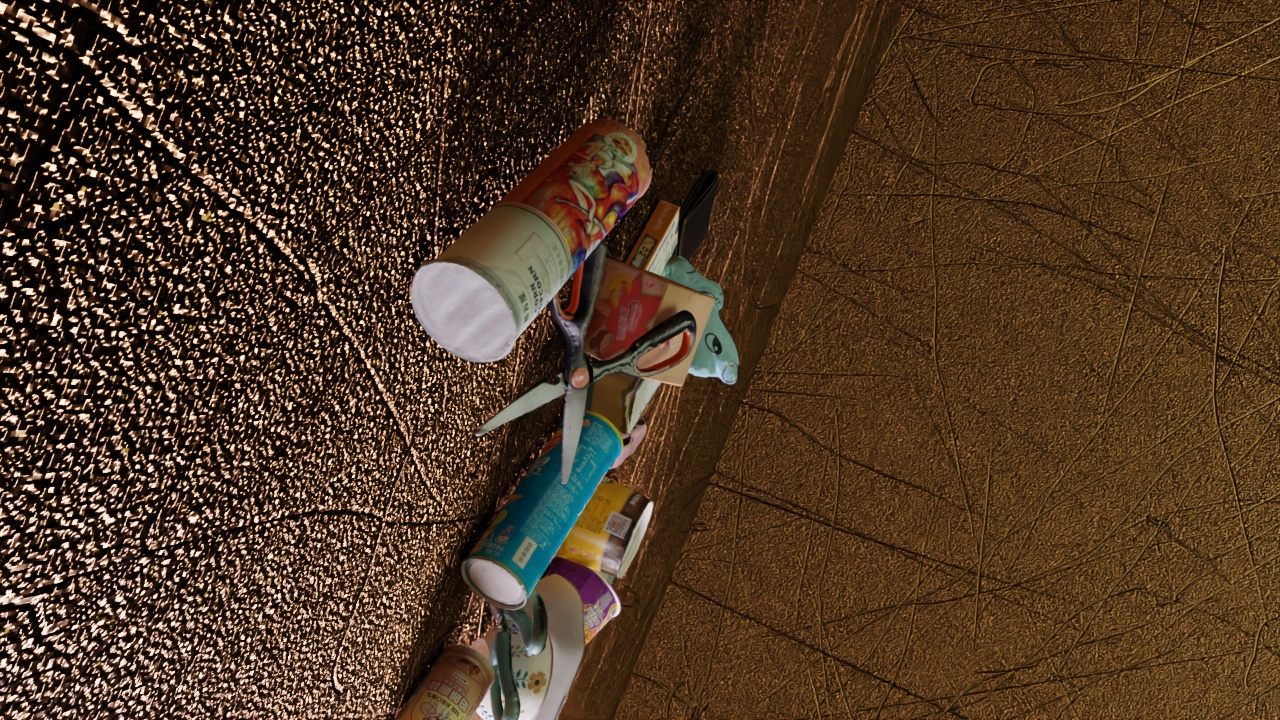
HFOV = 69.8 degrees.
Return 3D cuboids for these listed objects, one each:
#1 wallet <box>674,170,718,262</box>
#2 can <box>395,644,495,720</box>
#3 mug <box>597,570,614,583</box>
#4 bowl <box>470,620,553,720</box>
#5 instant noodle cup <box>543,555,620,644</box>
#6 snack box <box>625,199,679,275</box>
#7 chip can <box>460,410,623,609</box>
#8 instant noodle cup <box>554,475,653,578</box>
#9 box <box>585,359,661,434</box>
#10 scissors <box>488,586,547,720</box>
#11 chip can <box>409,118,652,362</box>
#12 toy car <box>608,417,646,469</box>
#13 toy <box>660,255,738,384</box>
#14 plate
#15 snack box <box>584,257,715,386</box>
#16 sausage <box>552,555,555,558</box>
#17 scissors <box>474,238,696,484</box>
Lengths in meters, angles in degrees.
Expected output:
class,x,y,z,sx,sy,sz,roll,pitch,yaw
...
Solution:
class,x,y,z,sx,sy,sz,roll,pitch,yaw
wallet,0.068,-0.172,1.178,0.096,0.020,0.122,-55,165,-29
can,-0.186,0.325,0.848,0.116,0.058,0.059,-56,163,-47
mug,-0.059,0.244,1.254,0.103,0.083,0.124,-61,-168,-24
bowl,-0.149,0.328,0.970,0.114,0.062,0.113,-36,-138,41
instant noodle cup,-0.095,0.316,1.145,0.099,0.111,0.112,-49,159,-38
snack box,0.001,-0.094,0.998,0.075,0.026,0.153,87,28,-65
chip can,-0.092,0.141,0.905,0.071,0.071,0.209,101,17,-44
instant noodle cup,-0.056,0.178,1.030,0.118,0.114,0.118,23,89,-78
box,-0.006,0.006,1.074,0.183,0.062,0.090,-53,161,-45
scissors,-0.121,0.256,0.894,0.176,0.019,0.172,-103,-146,-47
chip can,-0.064,-0.088,0.612,0.214,0.071,0.071,-56,164,-46
toy car,-0.028,0.108,1.164,0.122,0.037,0.056,-19,142,-56
toy,0.059,-0.045,1.051,0.050,0.161,0.155,-43,-171,47
plate,-0.143,0.368,1.028,0.162,0.034,0.265,22,-92,60
snack box,0.001,-0.038,0.882,0.077,0.094,0.093,12,101,-50
sausage,-0.084,0.195,1.162,0.164,0.021,0.021,-53,161,-50
scissors,-0.042,-0.004,0.779,0.233,0.022,0.221,-23,119,-28
